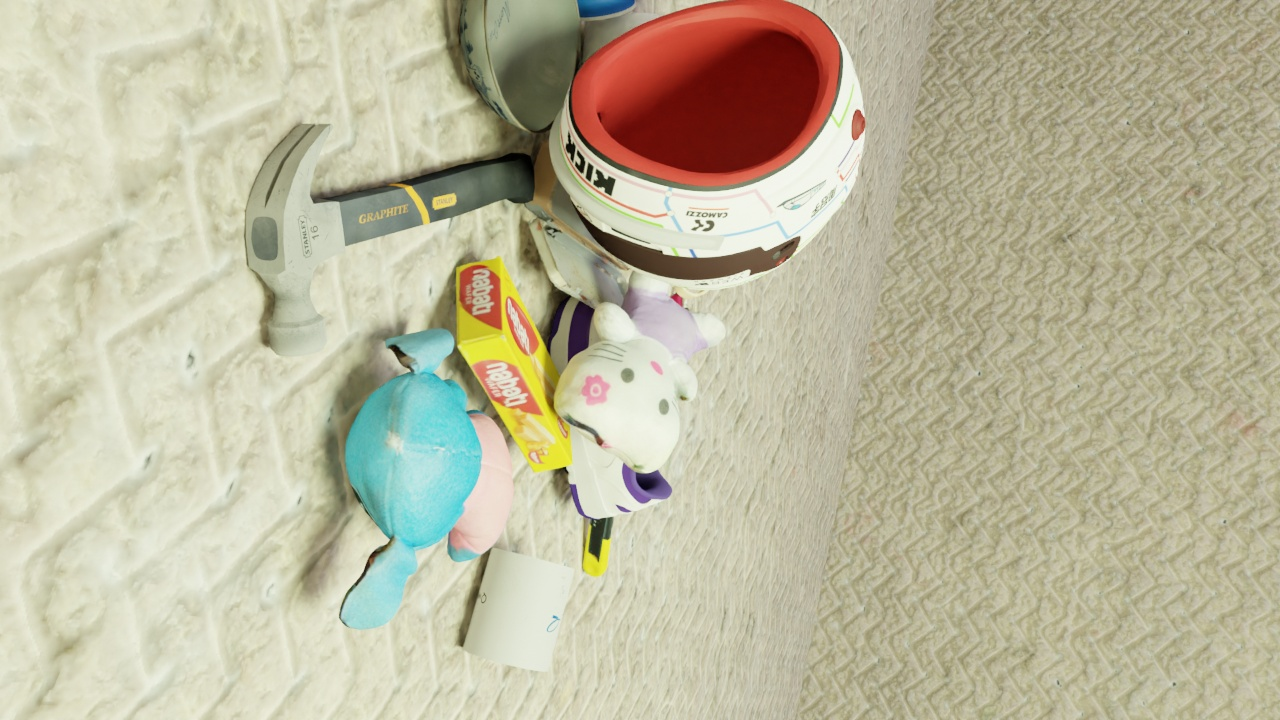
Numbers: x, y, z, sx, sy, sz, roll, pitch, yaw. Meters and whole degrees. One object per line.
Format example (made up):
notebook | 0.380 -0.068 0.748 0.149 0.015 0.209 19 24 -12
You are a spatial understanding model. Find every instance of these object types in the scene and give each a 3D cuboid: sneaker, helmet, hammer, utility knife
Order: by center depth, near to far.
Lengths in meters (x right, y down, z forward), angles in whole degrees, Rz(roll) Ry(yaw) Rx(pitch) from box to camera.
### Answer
hammer | -0.166 -0.113 0.691 0.311 0.035 0.139 -36 129 -60
helmet | 0.059 -0.178 0.832 0.313 0.231 0.237 -35 160 -24
sneaker | -0.023 0.049 0.956 0.091 0.111 0.244 -34 117 -65
utility knife | -0.040 0.149 1.051 0.020 0.029 0.234 -42 144 -61

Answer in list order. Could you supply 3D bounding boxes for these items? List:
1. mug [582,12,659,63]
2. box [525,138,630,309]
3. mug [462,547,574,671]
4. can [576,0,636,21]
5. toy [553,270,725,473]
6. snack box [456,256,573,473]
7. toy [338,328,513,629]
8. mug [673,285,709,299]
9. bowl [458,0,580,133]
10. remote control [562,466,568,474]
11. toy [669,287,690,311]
mug | -0.002 -0.303 0.926 0.123 0.090 0.076 -17 107 -46
box | -0.047 -0.120 0.935 0.216 0.071 0.156 27 52 -67
mug | -0.118 0.240 0.891 0.120 0.083 0.096 122 -17 -75
can | -0.046 -0.387 0.815 0.078 0.079 0.146 -56 147 -46
toy | -0.005 0.005 0.881 0.137 0.086 0.208 43 49 -18
snack box | -0.109 0.009 0.815 0.201 0.042 0.092 70 9 -50
toy | -0.157 0.092 0.700 0.191 0.099 0.223 53 38 -66
mug | 0.050 -0.129 1.118 0.104 0.085 0.111 -42 107 -43
bowl | -0.107 -0.263 0.745 0.150 0.057 0.150 10 90 -68
remote control | -0.081 0.095 0.986 0.140 0.021 0.045 60 33 -51
toy | 0.032 -0.056 1.167 0.102 0.050 0.065 145 -54 -73
